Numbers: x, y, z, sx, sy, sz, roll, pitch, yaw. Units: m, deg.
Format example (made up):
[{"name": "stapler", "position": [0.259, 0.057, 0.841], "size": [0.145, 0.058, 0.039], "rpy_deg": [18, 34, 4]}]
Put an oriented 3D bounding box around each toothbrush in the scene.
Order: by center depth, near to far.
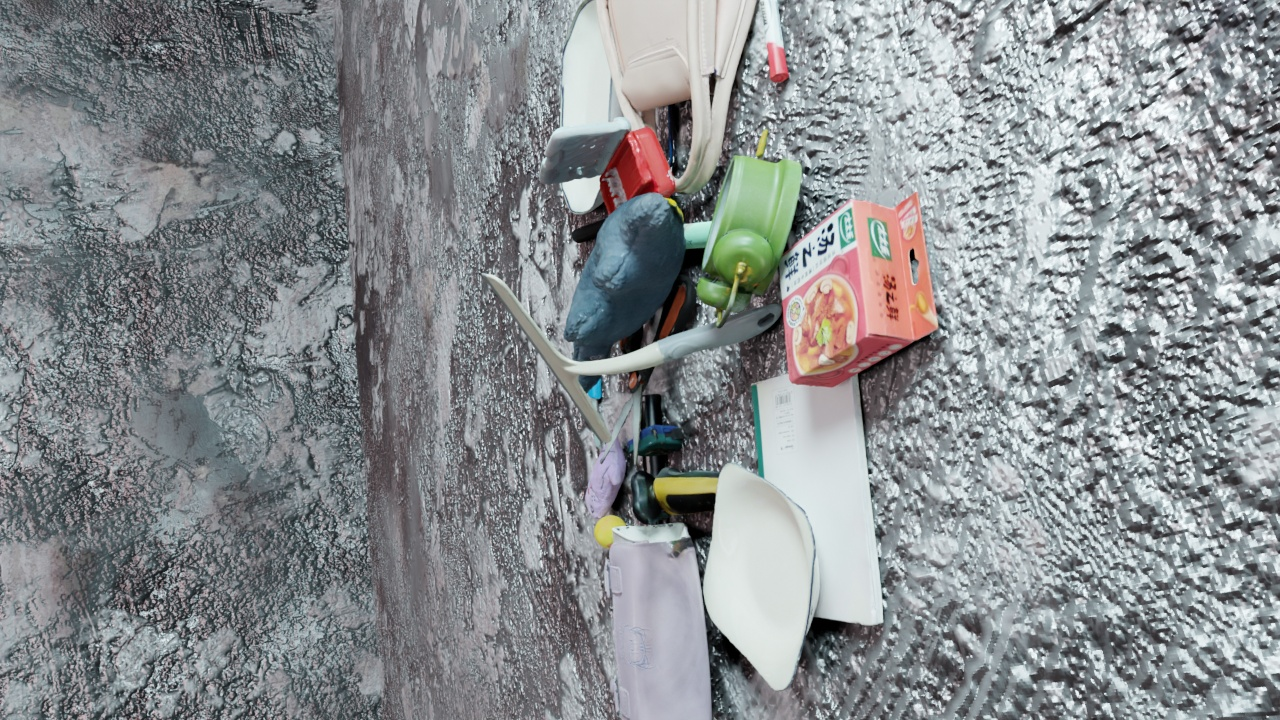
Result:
[{"name": "toothbrush", "position": [0.047, -0.130, 0.956], "size": [0.027, 0.026, 0.225], "rpy_deg": [57, 161, -19]}, {"name": "toothbrush", "position": [0.036, -0.240, 0.995], "size": [0.014, 0.016, 0.189], "rpy_deg": [166, 105, -66]}, {"name": "toothbrush", "position": [0.018, 0.144, 1.021], "size": [0.026, 0.027, 0.212], "rpy_deg": [13, -108, -72]}]

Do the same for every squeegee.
[{"name": "squeegee", "position": [0.014, -0.010, 0.858], "size": [0.039, 0.247, 0.246], "rpy_deg": [-80, -31, -44]}]

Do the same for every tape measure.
[{"name": "tape measure", "position": [0.018, 0.088, 0.984], "size": [0.058, 0.054, 0.025], "rpy_deg": [-32, 60, 49]}]

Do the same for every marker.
[{"name": "marker", "position": [0.116, -0.320, 0.825], "size": [0.017, 0.017, 0.145], "rpy_deg": [-27, 67, 61]}, {"name": "marker", "position": [-0.054, -0.166, 1.163], "size": [0.020, 0.022, 0.132], "rpy_deg": [48, 160, -18]}]

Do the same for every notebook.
[{"name": "notebook", "position": [0.144, 0.112, 0.780], "size": [0.151, 0.012, 0.209], "rpy_deg": [159, 109, -63]}]

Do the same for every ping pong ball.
[{"name": "ping pong ball", "position": [-0.036, 0.208, 1.110], "size": [0.040, 0.040, 0.040], "rpy_deg": [2, 92, 64]}]

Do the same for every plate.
[{"name": "plate", "position": [0.110, 0.182, 0.798], "size": [0.164, 0.034, 0.164], "rpy_deg": [-147, 60, -62]}, {"name": "plate", "position": [-0.056, -0.316, 1.151], "size": [0.162, 0.034, 0.266], "rpy_deg": [13, 102, 63]}]

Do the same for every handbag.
[{"name": "handbag", "position": [0.016, 0.269, 0.914], "size": [0.145, 0.098, 0.197], "rpy_deg": [154, 113, -78]}, {"name": "handbag", "position": [0.035, -0.285, 0.921], "size": [0.193, 0.093, 0.234], "rpy_deg": [15, 109, 62]}]

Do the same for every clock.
[{"name": "clock", "position": [0.088, -0.103, 0.774], "size": [0.116, 0.056, 0.161], "rpy_deg": [108, 176, -69]}]

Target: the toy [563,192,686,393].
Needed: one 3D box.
[{"name": "toy", "position": [-0.015, -0.082, 0.926], "size": [0.137, 0.091, 0.357], "rpy_deg": [-62, 0, -34]}]

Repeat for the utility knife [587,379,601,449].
[{"name": "utility knife", "position": [-0.063, 0.011, 1.189], "size": [0.034, 0.018, 0.209], "rpy_deg": [-20, 74, 62]}]

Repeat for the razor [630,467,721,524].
[{"name": "razor", "position": [0.047, 0.137, 0.928], "size": [0.062, 0.067, 0.168], "rpy_deg": [52, 149, -14]}]

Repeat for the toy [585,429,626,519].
[{"name": "toy", "position": [-0.042, 0.149, 1.120], "size": [0.083, 0.039, 0.108], "rpy_deg": [-95, 22, -49]}]

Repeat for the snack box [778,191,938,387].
[{"name": "snack box", "position": [0.159, -0.053, 0.695], "size": [0.127, 0.044, 0.113], "rpy_deg": [139, 134, -57]}]

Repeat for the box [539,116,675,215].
[{"name": "box", "position": [-0.044, -0.192, 0.982], "size": [0.201, 0.099, 0.112], "rpy_deg": [166, 82, -79]}]

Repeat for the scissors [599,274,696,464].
[{"name": "scissors", "position": [0.001, 0.000, 0.998], "size": [0.231, 0.021, 0.220], "rpy_deg": [-55, 29, 31]}]
